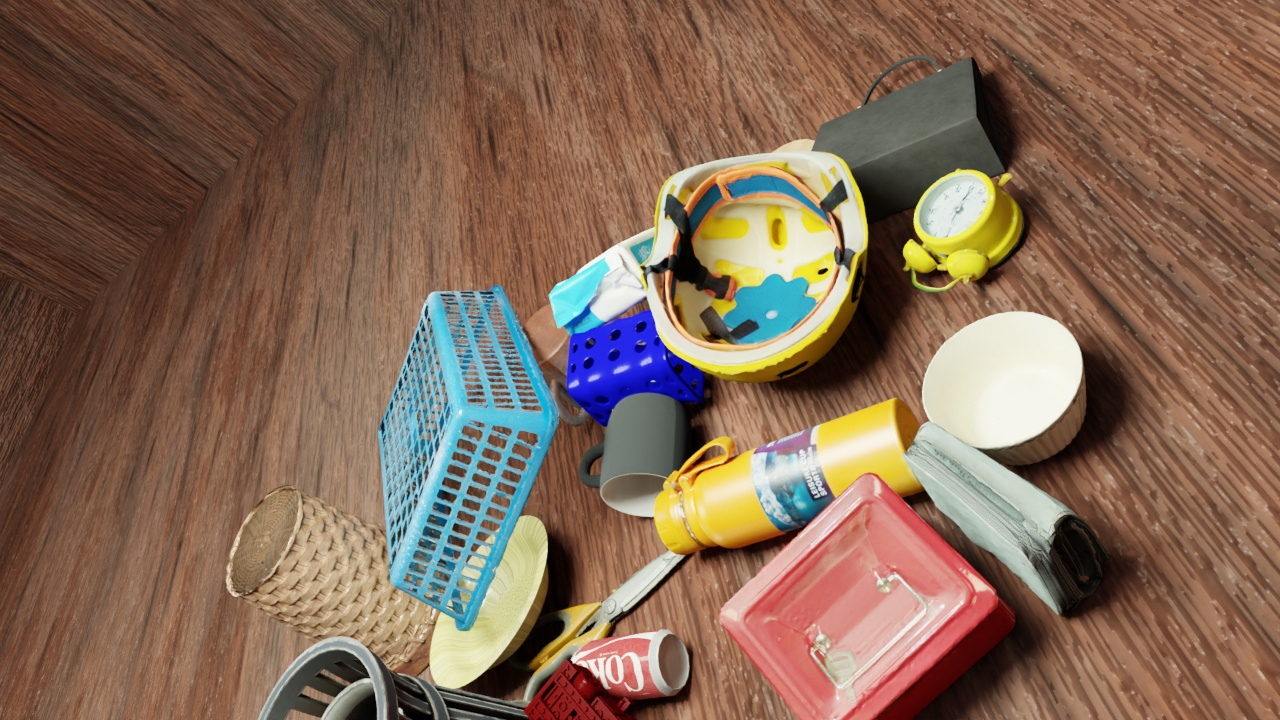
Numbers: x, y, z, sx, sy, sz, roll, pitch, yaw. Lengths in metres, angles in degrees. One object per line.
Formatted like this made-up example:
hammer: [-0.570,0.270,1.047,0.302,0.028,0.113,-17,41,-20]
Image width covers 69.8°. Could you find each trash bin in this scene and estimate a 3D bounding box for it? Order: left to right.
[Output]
trash bin: [-0.319,0.240,0.981,0.152,0.210,0.151,-26,44,28]
trash bin: [-0.166,0.328,0.729,0.165,0.227,0.164,-22,52,31]

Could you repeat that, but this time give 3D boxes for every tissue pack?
tissue pack: [-0.002,-0.096,0.997,0.117,0.066,0.208,-31,1,35]

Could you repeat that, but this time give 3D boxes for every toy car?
toy car: [-0.013,0.316,0.717,0.170,0.062,0.070,38,88,35]

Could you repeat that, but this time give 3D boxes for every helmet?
helmet: [0.117,-0.071,0.869,0.209,0.139,0.239,-2,66,24]

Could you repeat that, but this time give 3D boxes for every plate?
plate: [-0.141,0.248,0.924,0.185,0.036,0.184,-40,28,26]

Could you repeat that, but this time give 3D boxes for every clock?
clock: [0.282,-0.111,0.808,0.083,0.057,0.118,23,85,51]

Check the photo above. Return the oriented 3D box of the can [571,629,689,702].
can: [-0.011,0.262,0.783,0.097,0.054,0.053,-20,46,33]

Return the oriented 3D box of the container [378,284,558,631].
container: [-0.208,0.078,0.995,0.257,0.089,0.362,-66,25,17]

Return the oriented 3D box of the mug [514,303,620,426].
mug: [-0.078,0.010,1.022,0.096,0.110,0.122,-24,44,37]

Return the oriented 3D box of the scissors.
scissors: [-0.041,0.235,0.867,0.229,0.016,0.114,-46,38,6]

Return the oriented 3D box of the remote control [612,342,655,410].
remote control: [0.001,0.031,0.988,0.060,0.028,0.114,-6,55,40]

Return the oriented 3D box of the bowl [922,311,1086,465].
bowl: [0.279,0.028,0.688,0.116,0.062,0.115,-26,43,27]

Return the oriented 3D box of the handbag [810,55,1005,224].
handbag: [0.264,-0.247,0.937,0.176,0.072,0.195,-19,43,34]

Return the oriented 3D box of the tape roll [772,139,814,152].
tape roll: [0.168,-0.200,1.018,0.094,0.027,0.093,-26,43,27]

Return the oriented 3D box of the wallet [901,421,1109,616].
wallet: [0.246,0.104,0.630,0.054,0.100,0.131,-44,39,-5]

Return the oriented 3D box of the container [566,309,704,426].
container: [-0.005,0.005,0.926,0.114,0.085,0.084,-17,50,24]

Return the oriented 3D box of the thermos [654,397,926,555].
thermos: [0.119,0.098,0.771,0.233,0.076,0.091,-24,70,29]

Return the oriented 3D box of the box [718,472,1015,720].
box: [0.166,0.186,0.655,0.157,0.126,0.137,-43,58,4]

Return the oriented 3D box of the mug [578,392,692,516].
mug: [-0.008,0.094,0.895,0.122,0.085,0.094,-18,47,28]
